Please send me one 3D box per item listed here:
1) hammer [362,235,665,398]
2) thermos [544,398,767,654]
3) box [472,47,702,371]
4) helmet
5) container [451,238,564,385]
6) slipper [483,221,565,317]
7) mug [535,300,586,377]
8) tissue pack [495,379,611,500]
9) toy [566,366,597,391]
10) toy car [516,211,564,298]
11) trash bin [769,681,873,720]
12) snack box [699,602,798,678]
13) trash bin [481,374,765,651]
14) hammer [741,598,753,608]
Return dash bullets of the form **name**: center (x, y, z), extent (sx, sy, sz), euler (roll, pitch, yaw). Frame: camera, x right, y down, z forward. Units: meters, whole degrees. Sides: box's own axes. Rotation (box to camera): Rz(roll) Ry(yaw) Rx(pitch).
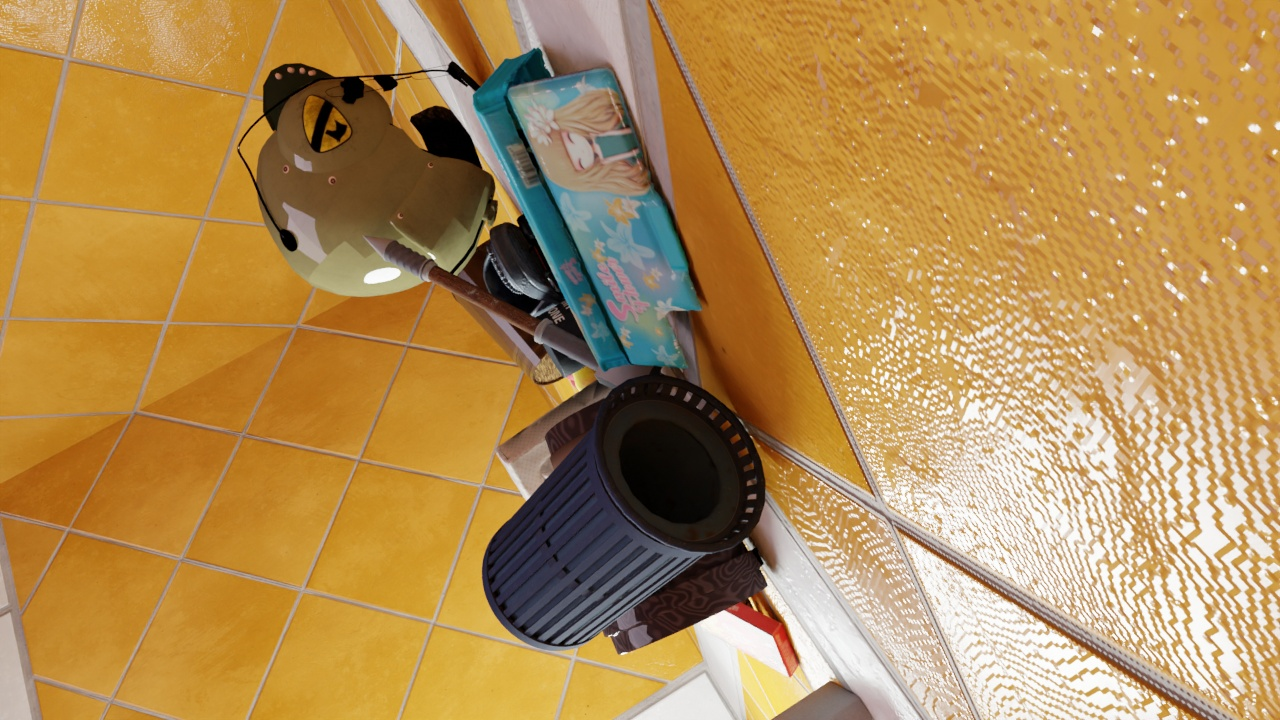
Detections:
- **hammer**: center (-0.121, -0.044, 0.834), extent (0.322, 0.043, 0.156), euler (28, 171, 12)
- **thermos**: center (0.006, 0.154, 0.924), extent (0.173, 0.172, 0.226), euler (96, 150, -75)
- **box**: center (-0.036, -0.094, 0.643), extent (0.227, 0.083, 0.172), euler (65, 170, -29)
- **helmet**: center (-0.266, -0.185, 0.964), extent (0.233, 0.255, 0.250), euler (62, 172, 4)
- **container**: center (-0.144, -0.062, 1.188), extent (0.167, 0.132, 0.132), euler (51, 168, 21)
- **slipper**: center (-0.129, -0.086, 0.996), extent (0.101, 0.082, 0.263), euler (61, -173, 3)
- **mug**: center (-0.059, -0.027, 0.951), extent (0.071, 0.077, 0.105), euler (64, 170, -21)
- **tissue pack**: center (-0.073, 0.104, 1.122), extent (0.071, 0.181, 0.104), euler (32, 152, 54)
- **toy**: center (-0.092, 0.007, 1.323), extent (0.137, 0.067, 0.105), euler (46, 173, 23)
- **toy car**: center (-0.081, -0.111, 0.894), extent (0.100, 0.051, 0.049), euler (64, 169, -25)
- **trash bin**: center (0.205, 0.442, 0.865), extent (0.229, 0.114, 0.114), euler (59, 171, 9)
- **snack box**: center (0.118, 0.314, 1.079), extent (0.133, 0.021, 0.089), euler (18, 142, 42)
- **trash bin**: center (-0.028, 0.135, 0.735), extent (0.139, 0.139, 0.250), euler (58, 137, 16)
- **hammer**: center (0.083, 0.231, 1.110), extent (0.319, 0.049, 0.121), euler (61, 174, -15)
